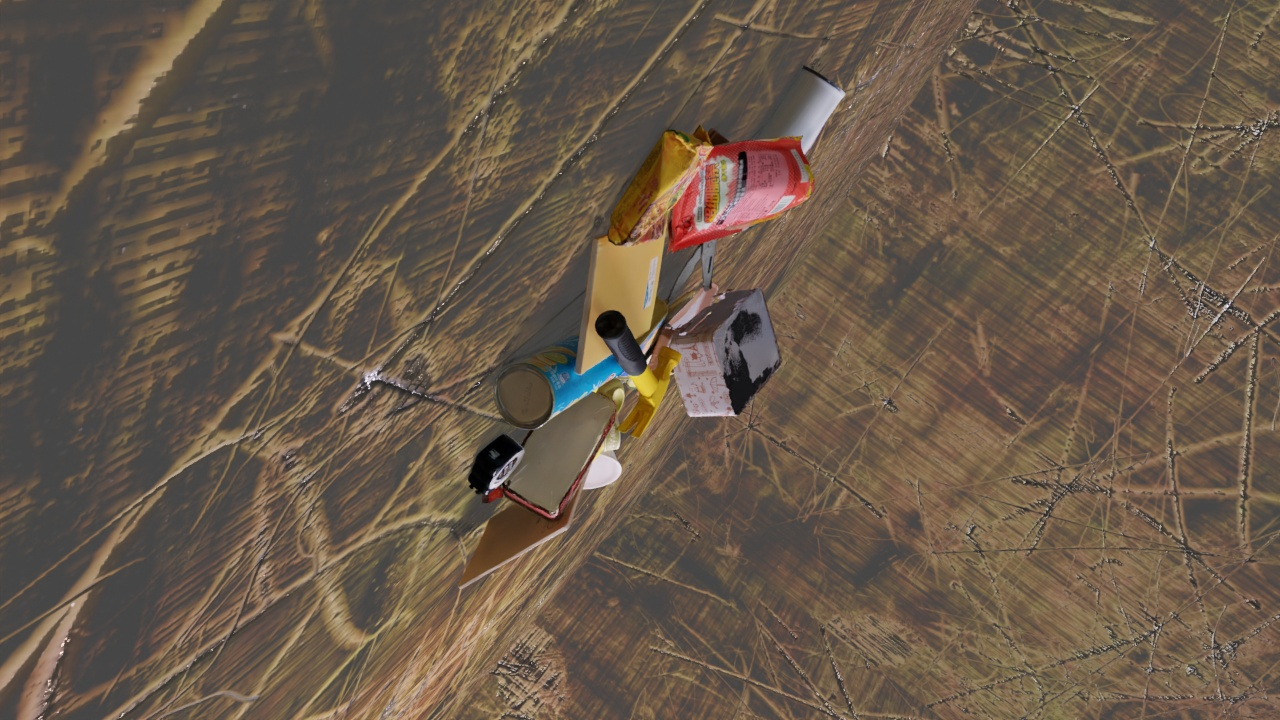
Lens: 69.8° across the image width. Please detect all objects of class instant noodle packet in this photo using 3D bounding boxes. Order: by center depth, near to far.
[{"bbox_3d":[0.022,-0.174,0.910,0.129,0.044,0.110,-57,175,21],"label":"instant noodle packet"}]

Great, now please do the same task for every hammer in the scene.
[{"bbox_3d":[-0.006,0.006,1.052,0.301,0.033,0.128,60,52,-71],"label":"hammer"}]

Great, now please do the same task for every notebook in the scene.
[{"bbox_3d":[-0.017,-0.078,1.011,0.205,0.010,0.146,-36,138,-63],"label":"notebook"},{"bbox_3d":[-0.156,0.221,1.256,0.208,0.008,0.147,-33,-160,27],"label":"notebook"}]

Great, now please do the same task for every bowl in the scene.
[{"bbox_3d":[-0.091,0.150,1.462,0.119,0.118,0.064,115,-25,-52],"label":"bowl"}]

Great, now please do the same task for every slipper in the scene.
[{"bbox_3d":[-0.063,0.093,1.334,0.190,0.082,0.092,-46,147,-45],"label":"slipper"}]

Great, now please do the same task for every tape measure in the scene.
[{"bbox_3d":[-0.170,0.120,1.088,0.065,0.033,0.066,-41,167,-45],"label":"tape measure"}]

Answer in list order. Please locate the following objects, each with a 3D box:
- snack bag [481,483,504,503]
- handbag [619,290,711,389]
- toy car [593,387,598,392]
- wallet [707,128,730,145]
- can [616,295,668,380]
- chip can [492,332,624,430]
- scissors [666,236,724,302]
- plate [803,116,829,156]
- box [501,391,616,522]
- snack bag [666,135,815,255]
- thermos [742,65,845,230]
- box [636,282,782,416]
[{"bbox_3d":[-0.170,0.147,1.207,0.103,0.026,0.048,-46,159,-43],"label":"snack bag"},{"bbox_3d":[0.017,-0.025,1.452,0.178,0.063,0.164,-26,155,-39],"label":"handbag"},{"bbox_3d":[-0.085,0.047,1.249,0.105,0.032,0.048,-53,172,8],"label":"toy car"},{"bbox_3d":[0.077,-0.210,1.067,0.101,0.020,0.115,-56,157,13],"label":"wallet"},{"bbox_3d":[-0.008,-0.035,1.245,0.102,0.057,0.083,-50,168,-22],"label":"can"},{"bbox_3d":[-0.079,0.012,1.009,0.071,0.071,0.209,-57,170,23],"label":"chip can"},{"bbox_3d":[0.094,-0.170,1.187,0.225,0.015,0.189,-51,151,6],"label":"scissors"},{"bbox_3d":[0.219,-0.322,1.355,0.192,0.039,0.192,-51,171,-12],"label":"plate"},{"bbox_3d":[-0.100,0.111,1.160,0.168,0.091,0.078,-60,175,-18],"label":"box"},{"bbox_3d":[0.110,-0.197,1.051,0.207,0.073,0.129,-20,136,-39],"label":"snack bag"},{"bbox_3d":[0.183,-0.279,1.235,0.224,0.073,0.073,-56,171,16],"label":"thermos"},{"bbox_3d":[0.080,-0.017,1.311,0.167,0.150,0.181,-6,-158,35],"label":"box"}]
